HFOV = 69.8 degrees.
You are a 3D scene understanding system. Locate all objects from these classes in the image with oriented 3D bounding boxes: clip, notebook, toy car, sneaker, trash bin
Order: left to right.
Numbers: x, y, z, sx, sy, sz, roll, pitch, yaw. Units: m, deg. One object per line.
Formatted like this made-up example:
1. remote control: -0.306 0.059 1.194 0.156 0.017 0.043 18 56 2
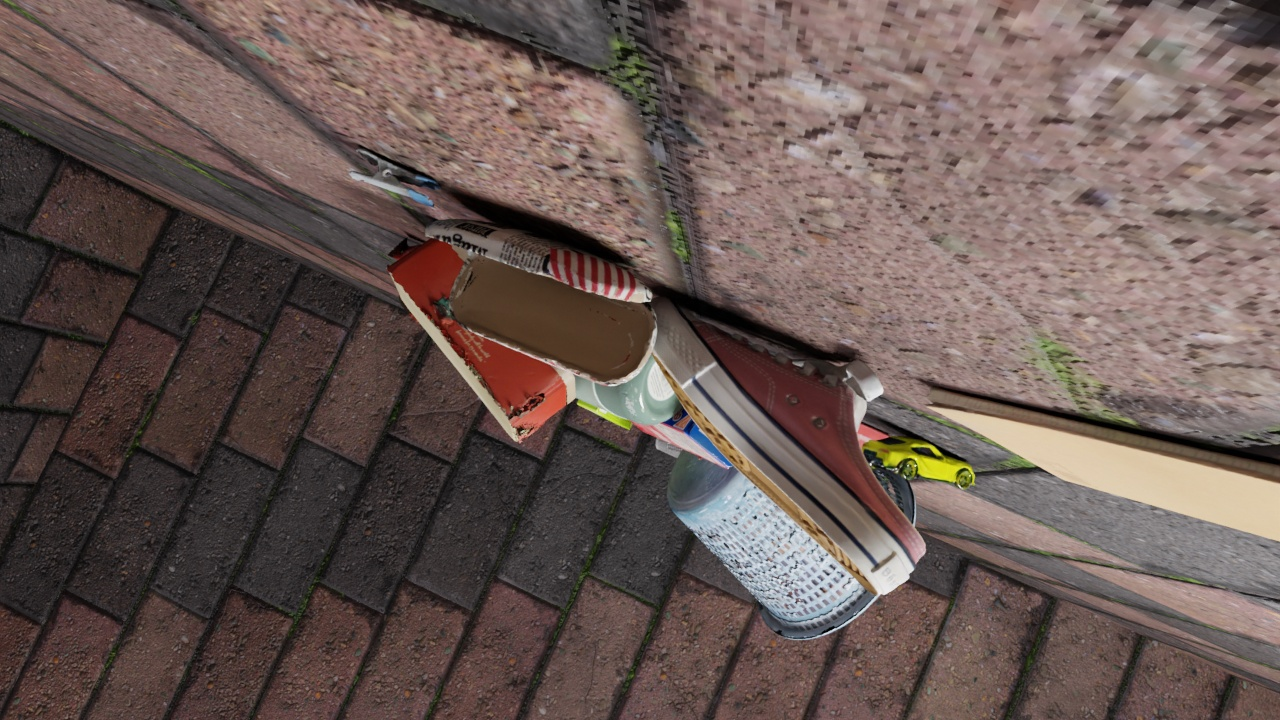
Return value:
1. clip: -0.154 -0.115 0.574 0.058 0.036 0.025 20 177 1
2. trash bin: 0.146 0.152 0.992 0.195 0.226 0.227 40 170 -18
3. sneaker: 0.092 0.032 0.574 0.241 0.087 0.118 46 173 27
4. toy car: 0.227 0.081 0.744 0.105 0.032 0.048 14 180 -26
5. notebook: 0.272 0.063 0.466 0.149 0.012 0.212 26 175 -31

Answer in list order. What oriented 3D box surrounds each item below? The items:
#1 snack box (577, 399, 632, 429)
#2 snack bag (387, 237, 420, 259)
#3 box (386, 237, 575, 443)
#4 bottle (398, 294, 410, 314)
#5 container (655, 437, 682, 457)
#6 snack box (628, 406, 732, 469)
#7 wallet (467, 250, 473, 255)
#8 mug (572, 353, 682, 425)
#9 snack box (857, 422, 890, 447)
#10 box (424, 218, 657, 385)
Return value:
1. snack box: -0.023 0.024 1.003 0.026 0.085 0.156 21 175 15
2. snack bag: -0.197 -0.092 0.916 0.105 0.026 0.045 21 -160 -4
3. box: -0.134 -0.015 0.743 0.168 0.078 0.091 49 166 10
4. bottle: -0.123 -0.034 0.851 0.195 0.079 0.044 29 169 -2
5. container: 0.097 0.092 1.155 0.114 0.090 0.090 18 173 27
6. snack box: 0.036 0.046 0.849 0.058 0.057 0.208 40 171 -19
7. wallet: -0.058 -0.049 0.683 0.130 0.037 0.106 25 175 9
8. mug: -0.005 0.005 0.787 0.106 0.082 0.111 19 -166 42
9. snack box: 0.147 0.051 0.834 0.153 0.025 0.075 23 174 6
10. box: -0.069 -0.046 0.575 0.162 0.075 0.087 23 170 32
